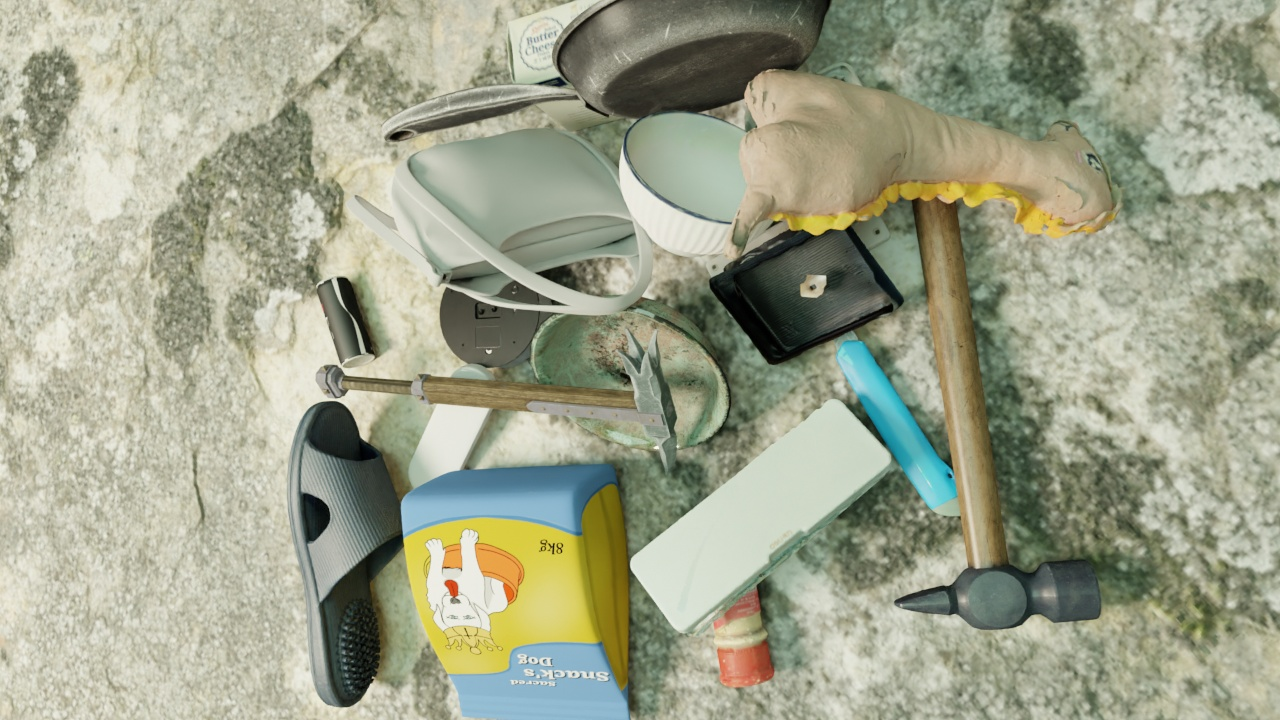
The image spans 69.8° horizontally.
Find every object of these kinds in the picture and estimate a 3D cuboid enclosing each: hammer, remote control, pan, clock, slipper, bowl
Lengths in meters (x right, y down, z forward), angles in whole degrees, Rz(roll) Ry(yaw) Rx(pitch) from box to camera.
[{"bbox_3d":[0.226,0.024,0.648,0.129,0.040,0.321,-7,81,9],"label":"hammer"},{"bbox_3d":[0.120,-0.085,0.711,0.136,0.011,0.050,-27,77,15],"label":"remote control"},{"bbox_3d":[-0.040,-0.195,0.644,0.358,0.187,0.055,-13,86,25],"label":"pan"},{"bbox_3d":[-0.161,0.062,0.786,0.043,0.013,0.137,31,113,6],"label":"remote control"},{"bbox_3d":[-0.122,-0.051,0.786,0.095,0.035,0.122,-2,85,20],"label":"clock"},{"bbox_3d":[-0.236,0.164,0.788,0.082,0.101,0.263,-3,92,12],"label":"slipper"},{"bbox_3d":[0.037,-0.114,0.641,0.118,0.117,0.062,41,139,17],"label":"bowl"},{"bbox_3d":[-0.124,0.030,0.728,0.317,0.147,0.028,4,46,21],"label":"hammer"},{"bbox_3d":[-0.004,0.004,0.700,0.158,0.158,0.038,5,46,20],"label":"bowl"}]

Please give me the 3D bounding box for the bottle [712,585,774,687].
[{"bbox_3d":[0.072,0.189,0.697,0.044,0.044,0.109,-13,82,19],"label":"bottle"}]

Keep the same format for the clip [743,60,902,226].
[{"bbox_3d":[0.108,-0.151,0.678,0.152,0.097,0.126,-23,68,6],"label":"clip"}]

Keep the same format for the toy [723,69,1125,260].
[{"bbox_3d":[0.188,-0.111,0.600,0.264,0.065,0.195,18,64,-4],"label":"toy"}]

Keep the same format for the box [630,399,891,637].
[{"bbox_3d":[0.086,0.111,0.665,0.199,0.066,0.083,-40,90,-4],"label":"box"}]

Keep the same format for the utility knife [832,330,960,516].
[{"bbox_3d":[0.186,0.038,0.678,0.031,0.015,0.178,-32,80,12],"label":"utility knife"}]

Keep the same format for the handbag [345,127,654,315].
[{"bbox_3d":[-0.083,-0.087,0.676,0.222,0.215,0.096,46,143,40],"label":"handbag"}]

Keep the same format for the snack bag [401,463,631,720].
[{"bbox_3d":[-0.091,0.192,0.733,0.159,0.102,0.205,-5,97,20],"label":"snack bag"}]

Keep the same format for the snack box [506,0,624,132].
[{"bbox_3d":[0.013,-0.243,0.712,0.208,0.104,0.057,-9,81,20],"label":"snack box"}]

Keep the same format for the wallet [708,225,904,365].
[{"bbox_3d":[0.120,-0.052,0.669,0.115,0.026,0.089,-26,111,38],"label":"wallet"}]

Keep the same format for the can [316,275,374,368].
[{"bbox_3d":[-0.270,-0.035,0.840,0.032,0.031,0.080,-25,79,17],"label":"can"}]
